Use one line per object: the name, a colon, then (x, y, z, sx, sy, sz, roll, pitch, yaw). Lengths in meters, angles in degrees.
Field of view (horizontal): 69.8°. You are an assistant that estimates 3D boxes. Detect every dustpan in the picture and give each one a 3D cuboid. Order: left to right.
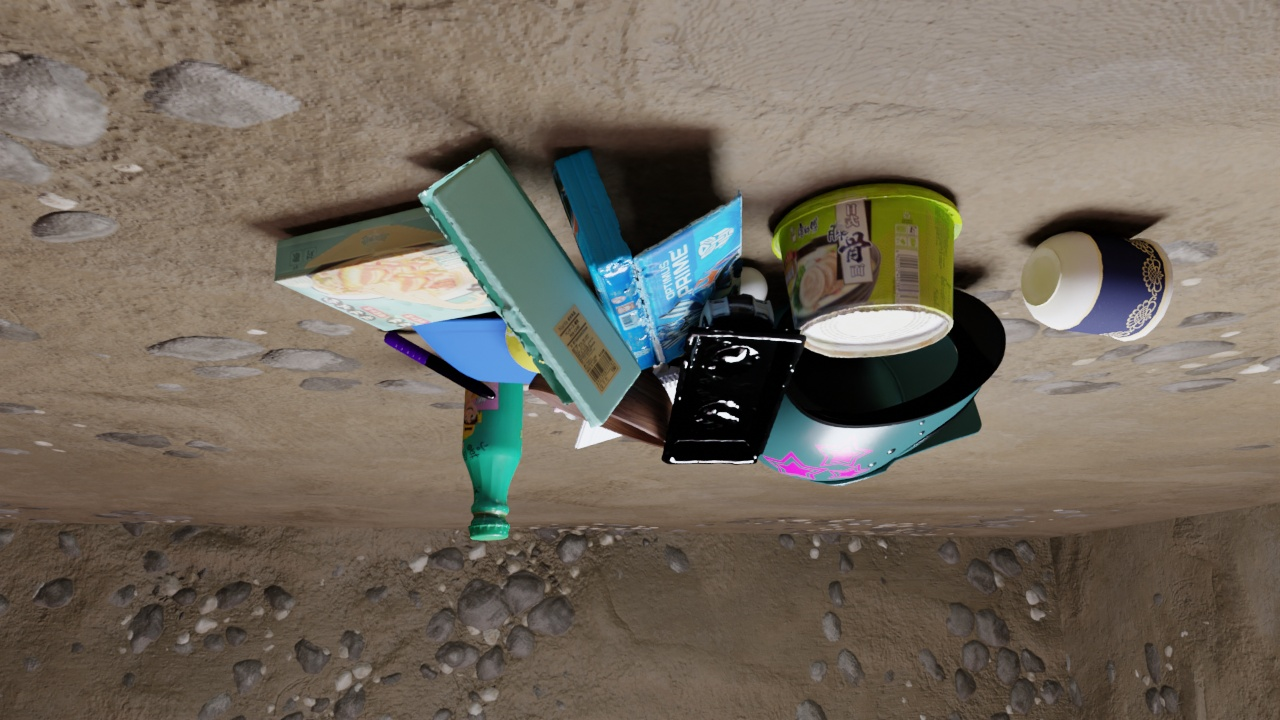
dustpan: (-0.102, -0.006, 0.970, 0.245, 0.059, 0.258, -1, 153, 1)

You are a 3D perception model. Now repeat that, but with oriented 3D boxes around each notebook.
notebook: (0.048, 0.044, 1.073, 0.245, 0.013, 0.178, -16, 162, -15)

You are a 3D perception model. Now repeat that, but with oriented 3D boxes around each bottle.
bottle: (-0.169, 0.098, 1.047, 0.068, 0.209, 0.068, -1, 163, 0)

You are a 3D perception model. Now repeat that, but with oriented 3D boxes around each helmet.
helmet: (0.219, 0.024, 0.899, 0.274, 0.176, 0.200, -10, 160, -7)

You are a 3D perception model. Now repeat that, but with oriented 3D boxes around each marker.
marker: (-0.213, 0.006, 0.977, 0.134, 0.015, 0.018, 30, -168, 0)

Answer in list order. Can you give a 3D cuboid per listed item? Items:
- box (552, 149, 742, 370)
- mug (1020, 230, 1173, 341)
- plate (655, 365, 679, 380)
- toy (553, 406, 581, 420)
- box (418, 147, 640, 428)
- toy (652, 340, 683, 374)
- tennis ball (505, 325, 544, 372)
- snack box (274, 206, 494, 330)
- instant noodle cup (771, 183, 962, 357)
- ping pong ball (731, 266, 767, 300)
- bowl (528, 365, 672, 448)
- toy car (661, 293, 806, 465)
box: (0.017, -0.078, 0.716, 0.115, 0.093, 0.243, -21, 163, -1)
mug: (0.365, -0.068, 0.768, 0.089, 0.086, 0.112, 6, -163, -14)
plate: (0.010, 0.048, 1.174, 0.229, 0.030, 0.229, 3, 165, 1)
toy: (-0.058, 0.046, 1.074, 0.096, 0.041, 0.108, -15, 175, 13)
box: (-0.082, -0.040, 0.615, 0.077, 0.092, 0.188, -24, 110, 26)
toy: (-0.006, 0.006, 1.020, 0.112, 0.050, 0.087, -15, 169, -23)
tennis ball: (-0.086, -0.022, 0.811, 0.065, 0.065, 0.065, -1, 163, 0)
snack box: (-0.175, -0.076, 0.755, 0.194, 0.044, 0.141, -9, 163, 20)
instant noodle cup: (0.179, -0.064, 0.719, 0.146, 0.097, 0.146, -1, 163, 0)
ping pong ball: (0.093, -0.063, 0.816, 0.040, 0.040, 0.040, -1, 163, 0)
bowl: (-0.026, 0.025, 0.873, 0.147, 0.068, 0.147, 21, 170, 4)
toy car: (0.070, 0.013, 0.774, 0.094, 0.071, 0.192, -1, 145, -6)
